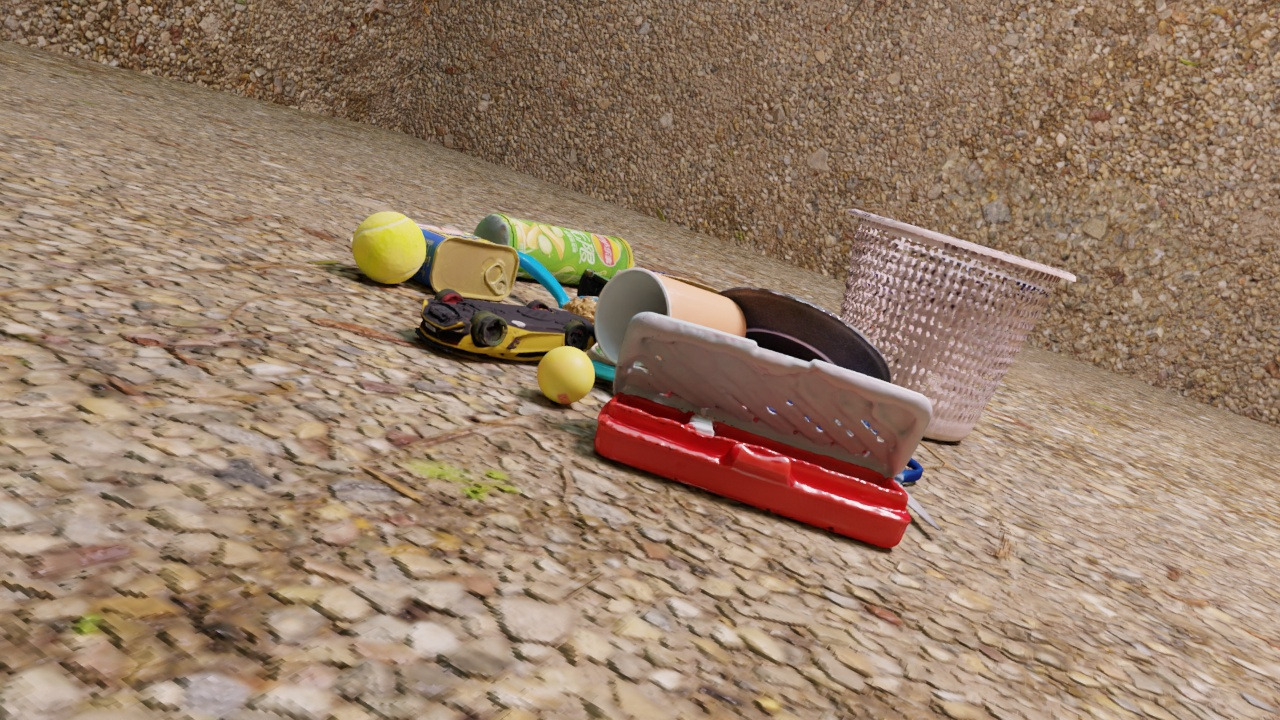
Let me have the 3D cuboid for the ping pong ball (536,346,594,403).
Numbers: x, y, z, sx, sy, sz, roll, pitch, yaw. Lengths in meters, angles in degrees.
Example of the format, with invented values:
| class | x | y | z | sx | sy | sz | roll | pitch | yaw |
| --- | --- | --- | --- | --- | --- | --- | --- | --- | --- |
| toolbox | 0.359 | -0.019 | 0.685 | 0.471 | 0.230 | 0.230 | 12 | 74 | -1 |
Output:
| class | x | y | z | sx | sy | sz | roll | pitch | yaw |
| --- | --- | --- | --- | --- | --- | --- | --- | --- | --- |
| ping pong ball | -0.052 | 0.010 | 0.640 | 0.040 | 0.040 | 0.040 | 16 | 12 | -4 |

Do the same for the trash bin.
| class | x | y | z | sx | sy | sz | roll | pitch | yaw |
| --- | --- | --- | --- | --- | --- | --- | --- | --- | --- |
| trash bin | 0.291 | -0.032 | 0.934 | 0.227 | 0.192 | 0.227 | 16 | 13 | -4 |

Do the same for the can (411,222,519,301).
| class | x | y | z | sx | sy | sz | roll | pitch | yaw |
| --- | --- | --- | --- | --- | --- | --- | --- | --- | --- |
| can | -0.187 | -0.100 | 0.911 | 0.083 | 0.057 | 0.102 | 24 | 13 | 38 |

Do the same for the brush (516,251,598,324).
| class | x | y | z | sx | sy | sz | roll | pitch | yaw |
| --- | --- | --- | --- | --- | --- | --- | --- | --- | --- |
| brush | -0.078 | -0.069 | 0.923 | 0.083 | 0.046 | 0.255 | 2 | 25 | -40 |

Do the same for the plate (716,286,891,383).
| class | x | y | z | sx | sy | sz | roll | pitch | yaw |
| --- | --- | --- | --- | --- | --- | --- | --- | --- | --- |
| plate | 0.137 | -0.002 | 0.830 | 0.179 | 0.024 | 0.180 | 26 | -20 | 10 |

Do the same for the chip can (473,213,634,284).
| class | x | y | z | sx | sy | sz | roll | pitch | yaw |
| --- | --- | --- | --- | --- | --- | --- | --- | --- | --- |
| chip can | -0.104 | -0.129 | 1.117 | 0.073 | 0.073 | 0.220 | 27 | 16 | 38 |

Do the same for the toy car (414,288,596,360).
| class | x | y | z | sx | sy | sz | roll | pitch | yaw |
| --- | --- | --- | --- | --- | --- | --- | --- | --- | --- |
| toy car | -0.100 | -0.024 | 0.724 | 0.155 | 0.041 | 0.071 | 1 | 20 | -44 |

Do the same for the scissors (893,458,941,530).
| class | x | y | z | sx | sy | sz | roll | pitch | yaw |
| --- | --- | --- | --- | --- | --- | --- | --- | --- | --- |
| scissors | 0.191 | 0.091 | 0.679 | 0.141 | 0.012 | 0.171 | 6 | 15 | -32 |

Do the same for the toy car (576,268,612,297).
| class | x | y | z | sx | sy | sz | roll | pitch | yaw |
| --- | --- | --- | --- | --- | --- | --- | --- | --- | --- |
| toy car | -0.037 | -0.070 | 1.014 | 0.036 | 0.043 | 0.091 | 1 | 22 | -44 |

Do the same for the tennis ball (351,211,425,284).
| class | x | y | z | sx | sy | sz | roll | pitch | yaw |
| --- | --- | --- | --- | --- | --- | --- | --- | --- | --- |
| tennis ball | -0.229 | -0.103 | 0.838 | 0.065 | 0.065 | 0.065 | 16 | 12 | -4 |

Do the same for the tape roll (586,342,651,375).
| class | x | y | z | sx | sy | sz | roll | pitch | yaw |
| --- | --- | --- | --- | --- | --- | --- | --- | --- | --- |
| tape roll | -0.005 | 0.005 | 0.794 | 0.086 | 0.014 | 0.085 | 16 | 12 | -4 |

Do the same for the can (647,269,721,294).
| class | x | y | z | sx | sy | sz | roll | pitch | yaw |
| --- | --- | --- | --- | --- | --- | --- | --- | --- | --- |
| can | 0.038 | -0.051 | 0.961 | 0.148 | 0.075 | 0.049 | 14 | 9 | -18 |

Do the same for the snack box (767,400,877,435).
| class | x | y | z | sx | sy | sz | roll | pitch | yaw |
| --- | --- | --- | --- | --- | --- | --- | --- | --- | --- |
| snack box | 0.127 | 0.034 | 0.783 | 0.157 | 0.026 | 0.084 | 15 | 11 | 16 |

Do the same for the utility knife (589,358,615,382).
| class | x | y | z | sx | sy | sz | roll | pitch | yaw |
| --- | --- | --- | --- | --- | --- | --- | --- | --- | --- |
| utility knife | -0.017 | 0.013 | 0.717 | 0.165 | 0.013 | 0.029 | 17 | 15 | 38 |

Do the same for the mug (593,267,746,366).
| class | x | y | z | sx | sy | sz | roll | pitch | yaw |
| --- | --- | --- | --- | --- | --- | --- | --- | --- | --- |
| mug | 0.030 | -0.030 | 0.759 | 0.078 | 0.078 | 0.122 | 27 | 14 | 37 |

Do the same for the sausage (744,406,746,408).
| class | x | y | z | sx | sy | sz | roll | pitch | yaw |
| --- | --- | --- | --- | --- | --- | --- | --- | --- | --- |
| sausage | 0.069 | 0.040 | 0.728 | 0.156 | 0.020 | 0.020 | 17 | 12 | -3 |

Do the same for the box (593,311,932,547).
| class | x | y | z | sx | sy | sz | roll | pitch | yaw |
| --- | --- | --- | --- | --- | --- | --- | --- | --- | --- |
| box | 0.079 | 0.034 | 0.581 | 0.201 | 0.099 | 0.095 | 17 | 11 | 2 |
